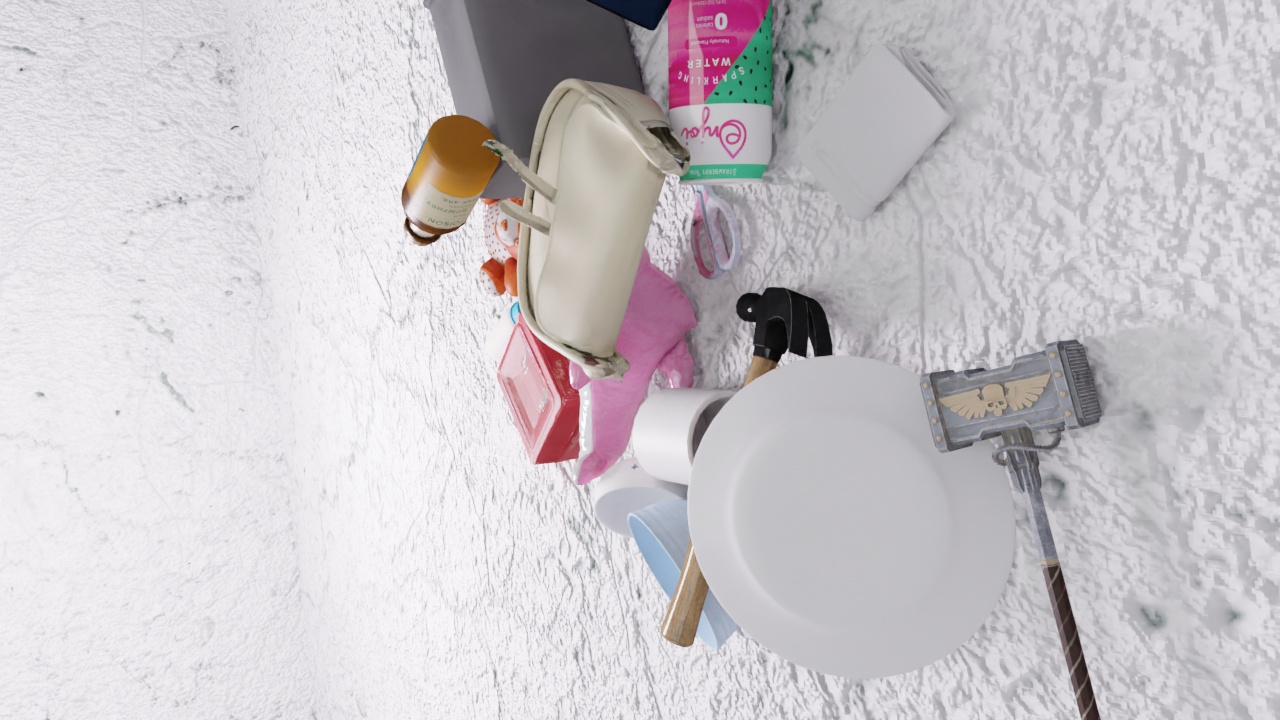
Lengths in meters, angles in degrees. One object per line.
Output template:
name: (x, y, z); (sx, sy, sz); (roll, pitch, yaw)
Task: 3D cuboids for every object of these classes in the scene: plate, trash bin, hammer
plate: (0.147, 0.118, 0.679); (0.243, 0.016, 0.242); (1, 94, 23)
trash bin: (-0.096, -0.286, 0.932); (0.098, 0.191, 0.219); (-30, 73, 55)
hammer: (0.266, 0.154, 0.581); (0.099, 0.044, 0.322); (-18, 80, 43)
hammer: (0.078, 0.089, 0.764); (0.132, 0.040, 0.305); (13, 85, 70)

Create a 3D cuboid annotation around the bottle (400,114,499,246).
bottle: (-0.191, -0.160, 0.877); (0.157, 0.067, 0.067); (-43, 61, 52)

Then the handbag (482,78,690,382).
handbag: (-0.054, -0.119, 0.783); (0.184, 0.131, 0.229); (41, 121, 53)

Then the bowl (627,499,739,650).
bowl: (0.059, 0.191, 0.873); (0.150, 0.074, 0.151); (53, 164, 22)

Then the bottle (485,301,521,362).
bottle: (-0.157, -0.046, 1.196); (0.147, 0.051, 0.051); (-42, 61, 51)

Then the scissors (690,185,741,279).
scissors: (0.061, -0.164, 0.879); (0.077, 0.017, 0.174); (-30, 68, 59)

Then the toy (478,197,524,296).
toy: (-0.147, -0.159, 1.122); (0.173, 0.092, 0.164); (4, 94, 54)

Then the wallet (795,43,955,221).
wallet: (0.177, -0.170, 0.688); (0.086, 0.032, 0.116); (58, 139, 15)

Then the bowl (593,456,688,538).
bowl: (0.007, 0.137, 0.945); (0.105, 0.105, 0.054); (123, 161, -45)

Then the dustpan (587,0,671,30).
dustpan: (0.021, -0.357, 0.721); (0.080, 0.273, 0.235); (118, 175, -46)

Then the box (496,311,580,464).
box: (-0.110, 0.030, 1.106); (0.158, 0.086, 0.130); (60, 142, 32)

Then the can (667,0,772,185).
can: (0.068, -0.235, 0.783); (0.088, 0.088, 0.166); (13, 107, 55)

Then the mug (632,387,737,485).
mug: (0.059, 0.086, 0.864); (0.090, 0.090, 0.121); (1, 114, 57)

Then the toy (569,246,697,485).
toy: (-0.006, 0.006, 0.943); (0.128, 0.186, 0.266); (15, 114, 10)
